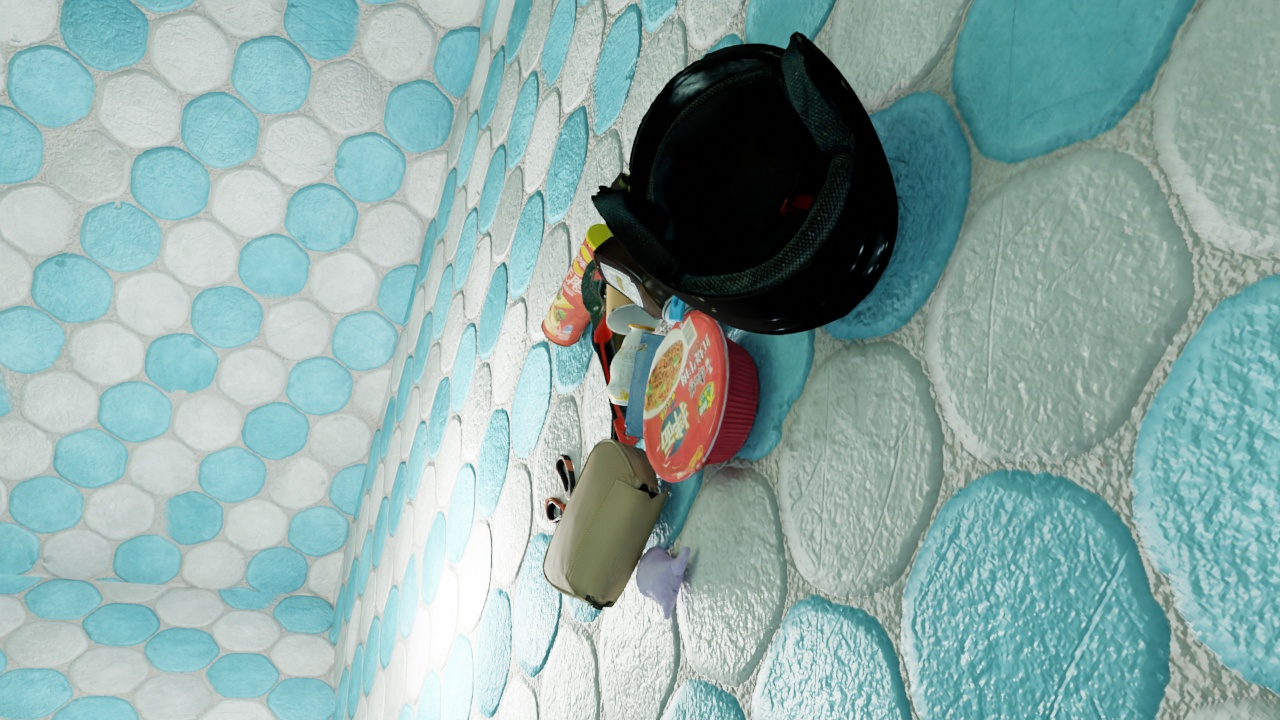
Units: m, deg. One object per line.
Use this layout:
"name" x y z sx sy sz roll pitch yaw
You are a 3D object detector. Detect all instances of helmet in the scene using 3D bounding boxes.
"helmet" 0.103 -0.152 0.826 0.234 0.230 0.274 -34 47 19

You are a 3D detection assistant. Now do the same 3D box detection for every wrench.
"wrench" -0.042 -0.012 1.276 0.056 0.016 0.273 -19 75 33

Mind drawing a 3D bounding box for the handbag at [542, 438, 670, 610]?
"handbag" -0.038 0.207 1.150 0.204 0.099 0.148 -65 27 7

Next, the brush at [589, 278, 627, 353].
"brush" -0.042 -0.075 1.338 0.073 0.055 0.144 17 96 66

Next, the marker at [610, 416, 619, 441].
"marker" -0.031 0.079 1.294 0.022 0.020 0.131 -14 62 33

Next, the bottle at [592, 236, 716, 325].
"bottle" 0.019 -0.082 1.130 0.195 0.044 0.080 39 163 36

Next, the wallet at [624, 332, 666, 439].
"wallet" 0.028 0.036 1.139 0.106 0.040 0.133 10 89 47

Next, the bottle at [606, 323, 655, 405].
"bottle" -0.007 0.007 1.214 0.063 0.063 0.108 -169 89 -67

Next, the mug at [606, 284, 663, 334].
"mug" -0.012 -0.107 1.249 0.078 0.078 0.122 -47 42 51

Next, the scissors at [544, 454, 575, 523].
"scissors" -0.113 0.233 1.418 0.216 0.015 0.195 -35 49 57

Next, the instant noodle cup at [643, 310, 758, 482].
"instant noodle cup" 0.072 0.043 1.021 0.194 0.065 0.194 -171 90 -66

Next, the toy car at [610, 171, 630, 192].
"toy car" -0.019 -0.218 1.365 0.071 0.041 0.155 -58 33 40

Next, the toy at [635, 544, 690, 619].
"toy" 0.023 0.249 1.074 0.083 0.039 0.108 -70 16 -7

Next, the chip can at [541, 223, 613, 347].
"chip can" -0.090 -0.115 1.442 0.217 0.073 0.073 124 148 -42

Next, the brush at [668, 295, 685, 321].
"brush" 0.083 -0.162 1.054 0.083 0.046 0.254 3 68 59
